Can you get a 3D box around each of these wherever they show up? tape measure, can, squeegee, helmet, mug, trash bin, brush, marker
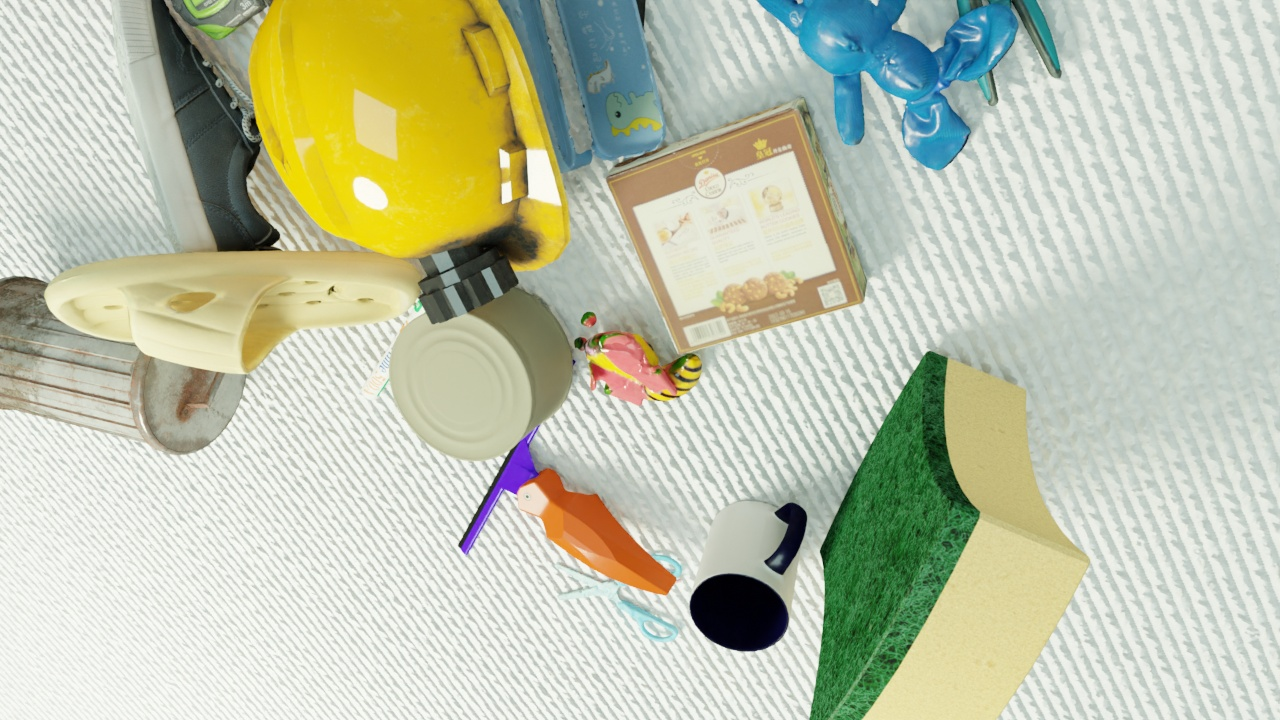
[{"bbox_3d":[-0.308,-0.272,0.670,0.066,0.035,0.059,-21,118,20],"label":"tape measure"},{"bbox_3d":[-0.126,0.009,0.728,0.128,0.073,0.128,7,111,18],"label":"can"},{"bbox_3d":[-0.050,0.143,0.795,0.185,0.055,0.250,35,120,6],"label":"squeegee"},{"bbox_3d":[-0.169,-0.147,0.592,0.206,0.131,0.255,-4,115,55],"label":"helmet"},{"bbox_3d":[0.096,0.162,0.740,0.078,0.096,0.112,35,120,-3],"label":"mug"},{"bbox_3d":[-0.460,0.002,0.800,0.211,0.130,0.131,10,118,13],"label":"trash bin"},{"bbox_3d":[0.188,0.128,0.608,0.075,0.249,0.195,23,116,4],"label":"brush"},{"bbox_3d":[-0.199,-0.019,0.778,0.017,0.017,0.146,38,120,-5],"label":"marker"}]

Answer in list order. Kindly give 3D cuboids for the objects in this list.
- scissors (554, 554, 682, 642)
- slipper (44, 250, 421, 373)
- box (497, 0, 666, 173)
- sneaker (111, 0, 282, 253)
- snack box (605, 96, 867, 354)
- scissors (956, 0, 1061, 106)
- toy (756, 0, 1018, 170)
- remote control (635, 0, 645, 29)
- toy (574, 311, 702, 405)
[{"bbox_3d":[-0.014,0.224,0.855,0.139,0.015,0.120,-15,110,29],"label":"scissors"},{"bbox_3d":[-0.295,-0.029,0.696,0.261,0.079,0.112,-7,162,-21],"label":"slipper"},{"bbox_3d":[-0.042,-0.229,0.586,0.079,0.072,0.210,-7,107,20],"label":"box"},{"bbox_3d":[-0.334,-0.180,0.696,0.089,0.087,0.235,-7,99,61],"label":"sneaker"},{"bbox_3d":[0.069,-0.091,0.650,0.143,0.041,0.147,-16,111,23],"label":"snack box"},{"bbox_3d":[0.213,-0.227,0.554,0.149,0.019,0.131,22,118,6],"label":"scissors"},{"bbox_3d":[0.148,-0.197,0.561,0.176,0.070,0.113,35,131,-4],"label":"toy"},{"bbox_3d":[-0.014,-0.241,0.612,0.033,0.015,0.147,10,119,11],"label":"remote control"},{"bbox_3d":[-0.004,0.004,0.716,0.103,0.046,0.084,19,138,-4],"label":"toy"}]
